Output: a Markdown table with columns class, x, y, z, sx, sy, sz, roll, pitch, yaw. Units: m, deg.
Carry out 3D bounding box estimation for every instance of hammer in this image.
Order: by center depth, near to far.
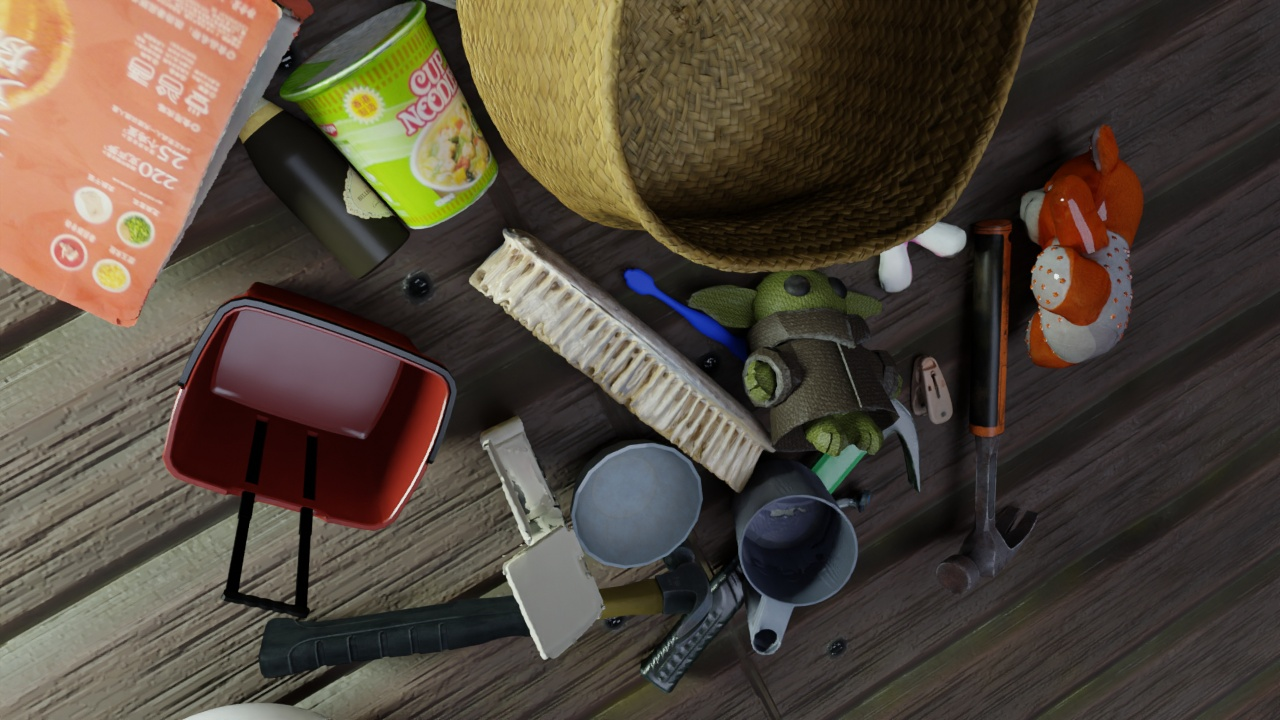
| class | x | y | z | sx | sy | sz | roll | pitch | yaw |
| --- | --- | --- | --- | --- | --- | --- | --- | --- | --- |
| hammer | -0.107 | 0.193 | 0.686 | 0.332 | 0.118 | 0.025 | -5 | 111 | -12 |
| hammer | 0.109 | 0.152 | 0.770 | 0.130 | 0.032 | 0.319 | 37 | 98 | -6 |
| hammer | 0.309 | 0.035 | 0.799 | 0.137 | 0.035 | 0.314 | -16 | 109 | -41 |

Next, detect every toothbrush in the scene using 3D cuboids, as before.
| class | x | y | z | sx | sy | sz | roll | pitch | yaw |
| --- | --- | --- | --- | --- | --- | --- | --- | --- | --- |
| toothbrush | 0.056 | -0.024 | 0.711 | 0.182 | 0.018 | 0.016 | 31 | 96 | -29 |

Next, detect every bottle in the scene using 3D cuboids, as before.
| class | x | y | z | sx | sy | sz | roll | pitch | yaw |
| --- | --- | --- | --- | --- | --- | --- | --- | --- | --- |
| bottle | -0.219 | -0.132 | 0.556 | 0.045 | 0.045 | 0.184 | -41 | 110 | -2 |

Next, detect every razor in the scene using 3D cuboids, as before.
| class | x | y | z | sx | sy | sz | roll | pitch | yaw |
| --- | --- | --- | --- | --- | --- | --- | --- | --- | --- |
| razor | 0.139 | 0.155 | 0.802 | 0.144 | 0.022 | 0.043 | -35 | 157 | -1 |

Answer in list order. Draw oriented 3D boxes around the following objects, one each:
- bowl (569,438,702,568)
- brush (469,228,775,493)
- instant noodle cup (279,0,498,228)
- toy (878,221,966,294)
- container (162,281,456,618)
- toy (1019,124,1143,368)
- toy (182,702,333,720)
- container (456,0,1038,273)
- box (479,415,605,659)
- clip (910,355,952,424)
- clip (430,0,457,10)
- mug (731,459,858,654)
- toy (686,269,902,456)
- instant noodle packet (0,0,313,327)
| class | x | y | z | sx | sy | sz | roll | pitch | yaw |
| --- | --- | --- | --- | --- | --- | --- | --- | --- | --- |
| bowl | -0.008 | 0.106 | 0.720 | 0.106 | 0.039 | 0.106 | -6 | 111 | -18 |
| brush | -0.004 | 0.004 | 0.659 | 0.271 | 0.083 | 0.056 | 39 | 92 | -28 |
| instant noodle cup | -0.143 | -0.143 | 0.556 | 0.099 | 0.099 | 0.108 | -36 | 124 | -5 |
| toy | 0.197 | -0.111 | 0.717 | 0.079 | 0.038 | 0.122 | -36 | 118 | 9 |
| container | -0.193 | 0.037 | 0.537 | 0.148 | 0.201 | 0.127 | 22 | 100 | -25 |
| toy | 0.347 | -0.091 | 0.735 | 0.164 | 0.093 | 0.172 | 48 | 55 | -57 |
| toy | -0.256 | 0.378 | 0.611 | 0.266 | 0.263 | 0.280 | -46 | 135 | 3 |
| container | 0.055 | -0.213 | 0.511 | 0.306 | 0.197 | 0.307 | -19 | 123 | -32 |
| box | -0.071 | 0.109 | 0.602 | 0.050 | 0.184 | 0.143 | -25 | 89 | -8 |
| clip | 0.250 | 0.027 | 0.784 | 0.024 | 0.041 | 0.061 | -20 | 120 | -14 |
| clip | -0.129 | -0.284 | 0.537 | 0.126 | 0.096 | 0.152 | 12 | 84 | -25 |
| mug | 0.107 | 0.145 | 0.700 | 0.084 | 0.104 | 0.124 | 16 | 100 | -2 |
| toy | 0.130 | 0.000 | 0.676 | 0.179 | 0.152 | 0.078 | 0 | 152 | -28 |
| instant noodle packet | -0.306 | -0.141 | 0.490 | 0.164 | 0.084 | 0.221 | 30 | 104 | -16 |
